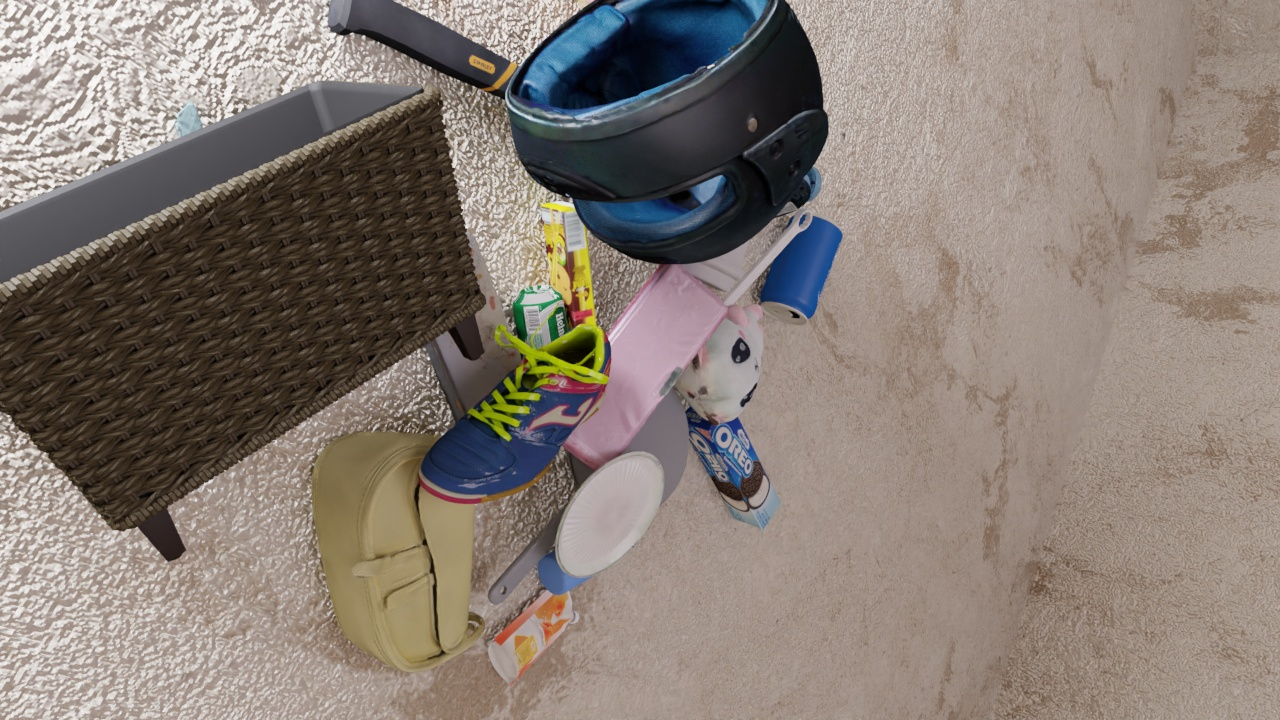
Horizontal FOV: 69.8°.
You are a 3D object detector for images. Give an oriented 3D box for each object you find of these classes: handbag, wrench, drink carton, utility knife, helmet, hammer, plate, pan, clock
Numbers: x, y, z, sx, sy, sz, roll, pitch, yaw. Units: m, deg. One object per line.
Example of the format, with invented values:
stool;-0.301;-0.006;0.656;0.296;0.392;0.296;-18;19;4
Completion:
handbag;-0.209;0.180;0.855;0.190;0.089;0.233;-8;104;-51
wrench;0.130;-0.095;1.177;0.273;0.009;0.047;-48;143;-8
drink carton;-0.115;0.302;1.036;0.121;0.039;0.069;-38;124;-45
utility knife;-0.318;-0.093;0.713;0.028;0.020;0.213;-32;123;-41
helmet;0.033;-0.206;0.866;0.315;0.249;0.236;-47;143;-30
hammer;-0.148;-0.266;0.859;0.312;0.035;0.139;10;90;-49
plate;-0.034;0.164;0.988;0.156;0.014;0.157;-29;135;-34
pan;-0.048;0.139;1.031;0.355;0.051;0.201;-50;124;-40
clock;0.163;-0.222;1.165;0.162;0.118;0.060;25;57;-53

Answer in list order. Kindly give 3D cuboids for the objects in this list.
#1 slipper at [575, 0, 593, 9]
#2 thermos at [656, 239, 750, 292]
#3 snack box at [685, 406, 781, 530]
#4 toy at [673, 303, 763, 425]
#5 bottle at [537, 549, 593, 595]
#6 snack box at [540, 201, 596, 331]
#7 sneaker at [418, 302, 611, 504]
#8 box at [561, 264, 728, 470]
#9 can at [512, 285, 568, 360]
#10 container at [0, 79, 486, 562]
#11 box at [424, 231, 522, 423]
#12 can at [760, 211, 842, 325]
slipper;-0.037;-0.375;0.926;0.093;0.081;0.197;-39;152;-16
thermos;0.093;-0.201;1.050;0.131;0.131;0.222;19;96;-49
snack box;0.126;0.141;1.253;0.059;0.059;0.226;-49;132;-24
toy;0.108;-0.004;1.144;0.179;0.102;0.139;-45;132;-38
bottle;-0.057;0.225;1.068;0.130;0.048;0.048;-21;114;-45
snack box;-0.074;-0.089;0.961;0.025;0.061;0.149;-14;111;-24
sneaker;-0.110;0.036;0.836;0.241;0.116;0.091;-42;155;-47
box;-0.007;0.005;0.983;0.098;0.037;0.232;37;84;-12
can;-0.101;-0.025;0.953;0.053;0.053;0.101;-26;118;-43
container;-0.276;-0.037;0.636;0.320;0.177;0.205;-37;127;-31
box;-0.167;-0.021;0.885;0.081;0.063;0.216;-37;124;-33
can;0.225;-0.129;1.284;0.079;0.079;0.146;36;72;-47
